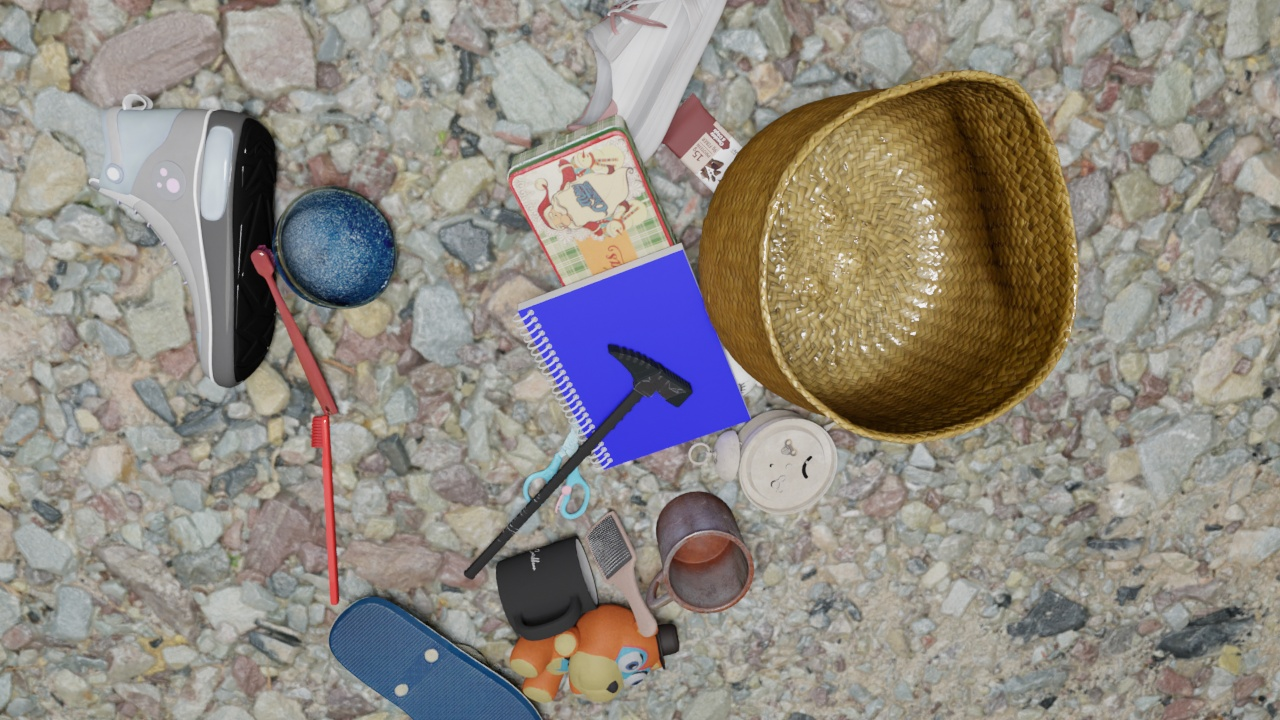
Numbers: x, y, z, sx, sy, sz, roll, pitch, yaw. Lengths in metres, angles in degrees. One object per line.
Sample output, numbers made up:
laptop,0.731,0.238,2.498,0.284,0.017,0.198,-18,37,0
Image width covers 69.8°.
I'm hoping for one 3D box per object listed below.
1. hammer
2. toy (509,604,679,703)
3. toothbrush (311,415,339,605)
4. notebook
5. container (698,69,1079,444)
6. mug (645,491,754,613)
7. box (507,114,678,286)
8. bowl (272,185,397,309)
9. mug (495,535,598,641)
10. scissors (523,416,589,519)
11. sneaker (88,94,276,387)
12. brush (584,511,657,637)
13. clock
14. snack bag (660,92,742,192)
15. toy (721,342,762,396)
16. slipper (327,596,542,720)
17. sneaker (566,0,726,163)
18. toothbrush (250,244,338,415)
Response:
hammer,-0.087,0.115,0.925,0.095,0.015,0.326,32,113,-25
toy,-0.047,0.309,0.974,0.176,0.096,0.112,-20,134,-7
toothbrush,-0.329,0.159,0.956,0.018,0.012,0.213,1,105,-4
notebook,-0.005,0.005,0.890,0.172,0.022,0.209,-20,124,9
container,0.201,-0.088,0.807,0.306,0.197,0.307,-4,100,-20
mug,0.051,0.205,0.947,0.123,0.110,0.096,-39,99,7
box,-0.029,-0.113,0.847,0.118,0.050,0.206,-17,125,12
bowl,-0.293,-0.099,0.857,0.114,0.061,0.114,9,76,-41
mug,-0.095,0.241,0.941,0.088,0.113,0.078,-18,114,1
scissors,-0.084,0.097,0.960,0.076,0.015,0.141,9,98,-5
sneaker,-0.426,-0.107,0.847,0.160,0.093,0.257,10,105,2
brush,-0.020,0.221,0.940,0.050,0.135,0.015,-45,144,23
clock,0.124,0.098,0.947,0.156,0.061,0.103,5,105,-13
snack bag,0.087,-0.183,0.893,0.158,0.013,0.057,43,100,-13
toy,0.089,0.004,0.929,0.122,0.038,0.079,-4,108,1
slipper,-0.209,0.359,0.996,0.118,0.060,0.295,-43,102,4
sneaker,0.002,-0.292,0.815,0.089,0.099,0.236,18,105,-23
toothbrush,-0.327,-0.025,0.876,0.016,0.016,0.190,-6,126,7
